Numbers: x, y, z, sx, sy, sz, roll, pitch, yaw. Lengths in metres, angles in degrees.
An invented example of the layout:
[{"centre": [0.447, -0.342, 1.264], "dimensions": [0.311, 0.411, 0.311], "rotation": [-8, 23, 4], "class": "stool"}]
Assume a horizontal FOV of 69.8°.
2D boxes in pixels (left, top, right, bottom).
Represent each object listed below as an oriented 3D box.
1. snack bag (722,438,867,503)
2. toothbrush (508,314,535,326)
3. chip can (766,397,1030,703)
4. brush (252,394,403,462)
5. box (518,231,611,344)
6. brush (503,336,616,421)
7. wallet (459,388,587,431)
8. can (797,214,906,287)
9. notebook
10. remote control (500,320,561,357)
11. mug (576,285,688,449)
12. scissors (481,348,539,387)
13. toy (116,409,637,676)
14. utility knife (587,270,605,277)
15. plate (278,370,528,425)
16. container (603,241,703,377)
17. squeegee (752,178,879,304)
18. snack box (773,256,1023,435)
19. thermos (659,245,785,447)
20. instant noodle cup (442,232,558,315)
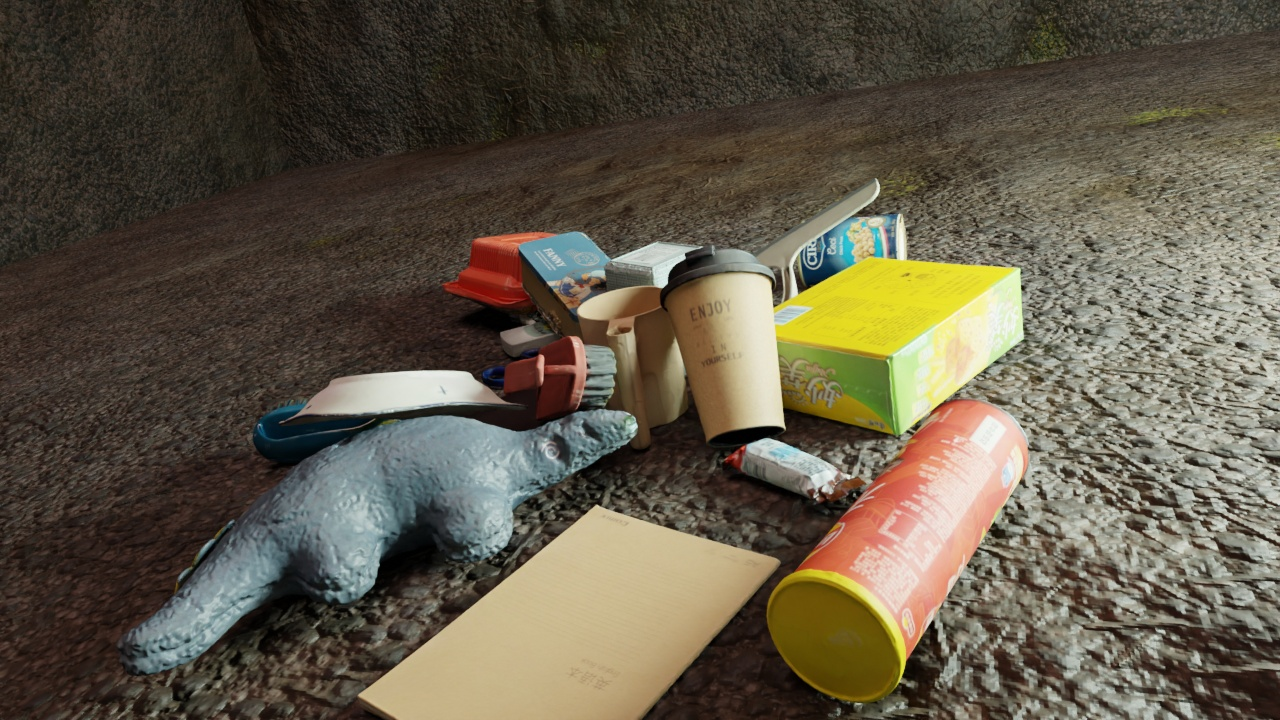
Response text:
[{"centre": [0.105, 0.076, 0.648], "dimensions": [0.045, 0.026, 0.105], "rotation": [-15, 21, -36], "class": "snack bag"}, {"centre": [-0.159, -0.057, 1.132], "dimensions": [0.017, 0.016, 0.188], "rotation": [-27, 25, -17], "class": "toothbrush"}, {"centre": [0.153, 0.094, 0.516], "dimensions": [0.073, 0.073, 0.215], "rotation": [7, 28, 38], "class": "chip can"}, {"centre": [-0.281, 0.063, 0.829], "dimensions": [0.144, 0.055, 0.073], "rotation": [-9, 21, 3], "class": "brush"}, {"centre": [-0.069, -0.079, 1.009], "dimensions": [0.089, 0.059, 0.184], "rotation": [-18, 43, -25], "class": "box"}, {"centre": [-0.068, 0.014, 0.729], "dimensions": [0.069, 0.063, 0.146], "rotation": [4, -6, -17], "class": "brush"}, {"centre": [-0.119, 0.058, 0.818], "dimensions": [0.122, 0.020, 0.096], "rotation": [-27, 26, -30], "class": "wallet"}, {"centre": [0.237, -0.122, 1.019], "dimensions": [0.111, 0.075, 0.075], "rotation": [-1, 23, 23], "class": "can"}, {"centre": [-0.035, 0.157, 0.535], "dimensions": [0.150, 0.012, 0.210], "rotation": [8, 28, 38], "class": "notebook"}, {"centre": [-0.089, -0.034, 1.029], "dimensions": [0.135, 0.019, 0.056], "rotation": [-15, 22, -16], "class": "remote control"}, {"centre": [-0.005, 0.005, 0.776], "dimensions": [0.084, 0.104, 0.124], "rotation": [-9, 21, 5], "class": "mug"}, {"centre": [-0.093, 0.017, 0.916], "dimensions": [0.146, 0.012, 0.169], "rotation": [-14, 21, -10], "class": "scissors"}, {"centre": [-0.171, 0.099, 0.637], "dimensions": [0.355, 0.091, 0.138], "rotation": [-22, 27, -23], "class": "toy"}, {"centre": [0.027, -0.082, 0.958], "dimensions": [0.166, 0.018, 0.034], "rotation": [6, 29, 1], "class": "utility knife"}, {"centre": [-0.189, 0.030, 0.734], "dimensions": [0.164, 0.034, 0.164], "rotation": [1, -7, -40], "class": "plate"}, {"centre": [0.025, -0.052, 0.895], "dimensions": [0.089, 0.111, 0.090], "rotation": [-25, 25, -34], "class": "container"}, {"centre": [0.146, -0.056, 0.929], "dimensions": [0.247, 0.039, 0.245], "rotation": [-31, 24, 28], "class": "squeegee"}, {"centre": [0.207, -0.022, 0.788], "dimensions": [0.209, 0.070, 0.158], "rotation": [-27, 26, -37], "class": "snack box"}, {"centre": [0.068, -0.009, 0.712], "dimensions": [0.093, 0.143, 0.093], "rotation": [-8, -18, -3], "class": "thermos"}, {"centre": [-0.135, -0.115, 1.157], "dimensions": [0.188, 0.079, 0.165], "rotation": [-13, 21, -42], "class": "instant noodle cup"}]
